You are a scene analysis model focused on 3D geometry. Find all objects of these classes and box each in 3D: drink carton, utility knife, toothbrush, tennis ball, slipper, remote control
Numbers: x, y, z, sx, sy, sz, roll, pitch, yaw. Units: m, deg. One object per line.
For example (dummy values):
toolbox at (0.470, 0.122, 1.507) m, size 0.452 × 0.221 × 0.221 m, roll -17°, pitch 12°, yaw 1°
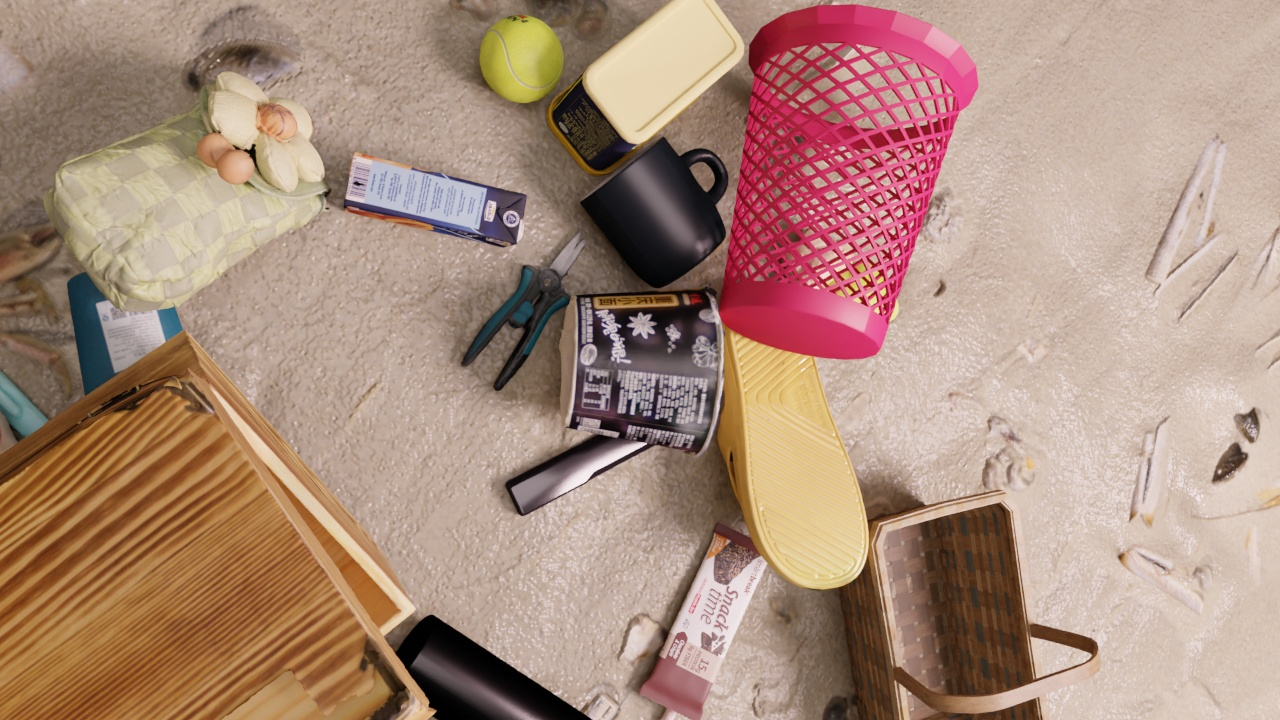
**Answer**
drink carton at (-0.155, -0.119, 0.696) m, size 0.130 × 0.064 × 0.040 m, roll 11°, pitch 92°, yaw -18°
utility knife at (-0.393, 0.076, 0.639) m, size 0.022 × 0.016 × 0.179 m, roll -43°, pitch 100°, yaw -13°
toothbrush at (0.015, 0.311, 0.776) m, size 0.018 × 0.016 × 0.181 m, roll 32°, pitch 80°, yaw -10°
tennis ball at (-0.093, -0.235, 0.717) m, size 0.065 × 0.065 × 0.065 m, roll 0°, pitch 89°, yaw -19°
slipper at (0.114, 0.065, 0.782) m, size 0.099 × 0.079 × 0.263 m, roll -5°, pitch 74°, yaw -18°
remote control at (-0.044, 0.084, 0.757) m, size 0.136 × 0.015 × 0.032 m, roll -26°, pitch 98°, yaw -17°

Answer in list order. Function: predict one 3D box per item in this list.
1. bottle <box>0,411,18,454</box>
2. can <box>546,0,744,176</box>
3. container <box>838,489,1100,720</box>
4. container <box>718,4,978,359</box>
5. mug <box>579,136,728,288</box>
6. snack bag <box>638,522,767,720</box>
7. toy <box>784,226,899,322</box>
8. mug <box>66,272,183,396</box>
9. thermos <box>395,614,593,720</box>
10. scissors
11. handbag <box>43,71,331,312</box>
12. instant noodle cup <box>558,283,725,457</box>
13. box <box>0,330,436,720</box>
bottle at (-0.443, 0.054, 0.597) m, size 0.108 × 0.063 × 0.063 m, roll 42°, pitch 77°, yaw -14°
can at (0.003, -0.220, 0.729) m, size 0.135 × 0.104 × 0.075 m, roll -43°, pitch 102°, yaw -14°
container at (0.271, 0.243, 0.772) m, size 0.157 × 0.186 × 0.250 m, roll -10°, pitch 93°, yaw -19°
container at (0.150, -0.126, 0.725) m, size 0.183 × 0.183 × 0.225 m, roll 18°, pitch 79°, yaw -18°
mug at (0.025, -0.128, 0.748) m, size 0.121 × 0.085 × 0.094 m, roll -43°, pitch 103°, yaw -22°
snack bag at (0.058, 0.221, 0.779) m, size 0.057 × 0.013 × 0.157 m, roll 27°, pitch 77°, yaw 4°
toy at (0.175, -0.065, 0.818) m, size 0.092 × 0.046 × 0.115 m, roll -41°, pitch 95°, yaw -16°
mug at (-0.345, -0.001, 0.628) m, size 0.078 × 0.078 × 0.121 m, roll -15°, pitch 90°, yaw -18°
thermos at (-0.087, 0.286, 0.717) m, size 0.231 × 0.061 × 0.061 m, roll 39°, pitch 78°, yaw -14°
scissors at (-0.094, -0.044, 0.740) m, size 0.140 × 0.019 × 0.128 m, roll -11°, pitch 92°, yaw -20°
handbag at (-0.285, -0.118, 0.607) m, size 0.113 × 0.117 × 0.185 m, roll 50°, pitch 41°, yaw -15°
instant noodle cup at (-0.004, 0.004, 0.716) m, size 0.112 × 0.137 × 0.137 m, roll 4°, pitch 88°, yaw -10°
box at (-0.279, 0.172, 0.475) m, size 0.278 × 0.315 × 0.282 m, roll -37°, pitch 125°, yaw -13°
